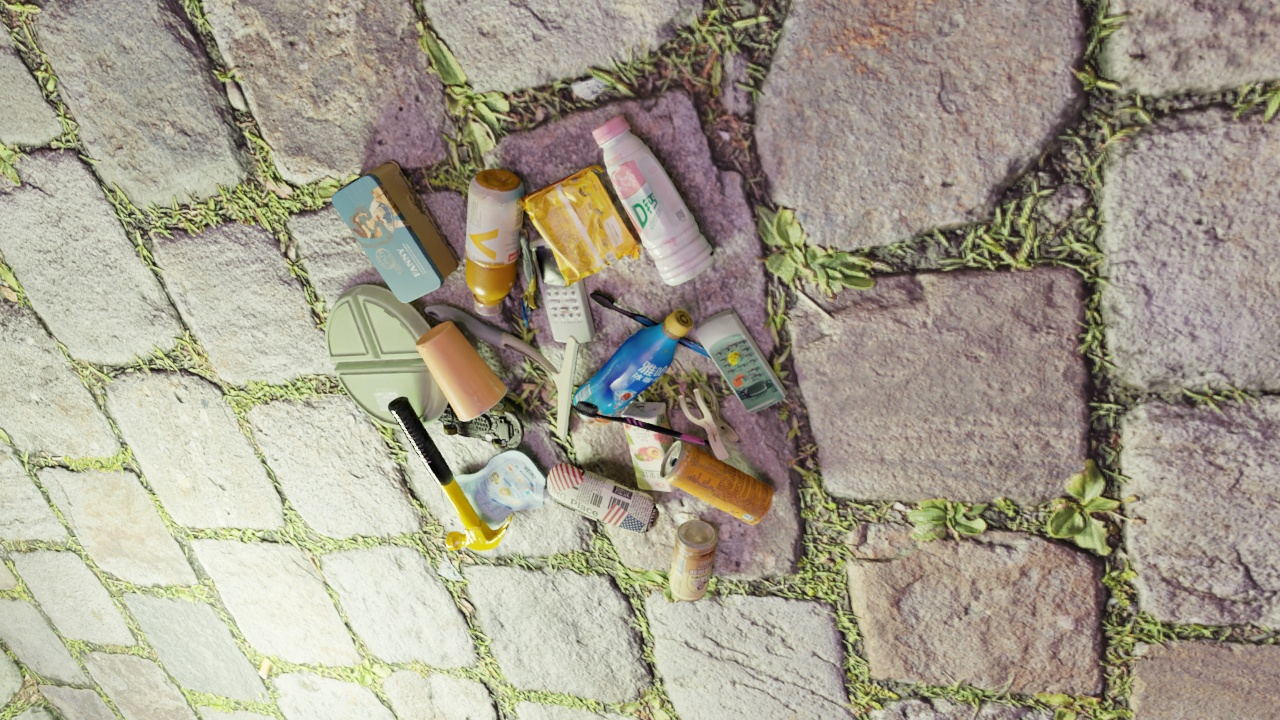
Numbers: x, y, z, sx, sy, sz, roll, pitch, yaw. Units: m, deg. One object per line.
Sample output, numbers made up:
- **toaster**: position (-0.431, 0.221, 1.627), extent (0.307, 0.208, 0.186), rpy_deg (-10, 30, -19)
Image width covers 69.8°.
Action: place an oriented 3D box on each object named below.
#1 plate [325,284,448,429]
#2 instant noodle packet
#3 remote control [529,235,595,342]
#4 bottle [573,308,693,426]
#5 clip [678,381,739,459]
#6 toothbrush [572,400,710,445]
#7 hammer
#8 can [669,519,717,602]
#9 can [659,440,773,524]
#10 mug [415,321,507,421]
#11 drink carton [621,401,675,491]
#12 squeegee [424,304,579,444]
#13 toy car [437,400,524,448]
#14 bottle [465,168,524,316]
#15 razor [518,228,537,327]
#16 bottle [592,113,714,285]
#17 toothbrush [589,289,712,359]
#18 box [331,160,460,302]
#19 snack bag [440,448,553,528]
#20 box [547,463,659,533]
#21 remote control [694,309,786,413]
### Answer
- **plate**: position (-0.372, 0.001, 1.328), extent (0.230, 0.027, 0.230), rpy_deg (15, 121, 27)
- **instant noodle packet**: position (-0.069, -0.159, 1.095), extent (0.111, 0.044, 0.128), rpy_deg (-22, 113, 17)
- **remote control**: position (-0.100, -0.090, 1.176), extent (0.058, 0.021, 0.150), rpy_deg (1, 121, 23)
- **bottle**: position (-0.007, 0.007, 1.161), extent (0.065, 0.065, 0.219), rpy_deg (41, 131, -5)
- **clip**: position (0.089, 0.078, 1.187), extent (0.035, 0.072, 0.100), rpy_deg (-24, 106, 33)
- **toothbrush**: position (0.005, 0.082, 1.181), extent (0.189, 0.014, 0.018), rpy_deg (15, 128, -8)
- **hammer**: position (-0.289, 0.176, 1.362), extent (0.129, 0.032, 0.301), rpy_deg (-9, 125, 23)
- **can**: position (0.075, 0.288, 1.318), extent (0.058, 0.058, 0.116), rpy_deg (16, 126, 14)
- **can**: position (0.101, 0.161, 1.204), extent (0.146, 0.058, 0.058), rpy_deg (28, 129, -13)
- **mug**: position (-0.247, 0.011, 1.248), extent (0.078, 0.078, 0.123), rpy_deg (-19, 113, 32)
- **drink carton**: position (0.016, 0.116, 1.241), extent (0.054, 0.045, 0.123), rpy_deg (1, 120, 25)
- **squeegee**: position (-0.185, -0.020, 1.249), extent (0.246, 0.039, 0.247), rpy_deg (30, 146, 12)
- **toy car**: position (-0.234, 0.083, 1.332), extent (0.158, 0.042, 0.070), rpy_deg (15, 122, 22)
- **bottle**: position (-0.185, -0.143, 1.150), extent (0.068, 0.067, 0.190), rpy_deg (20, 127, 11)
- **razor**: position (-0.142, -0.109, 1.161), extent (0.022, 0.042, 0.143), rpy_deg (-7, 136, -11)
- **bottle**: position (0.012, -0.183, 1.041), extent (0.068, 0.068, 0.197), rpy_deg (-21, 106, 33)
- **toothbrush**: position (0.021, -0.043, 1.160), extent (0.189, 0.016, 0.014), rpy_deg (27, 123, 3)
- **box**: position (-0.314, -0.162, 1.200), extent (0.090, 0.062, 0.184), rpy_deg (-21, 109, 33)
- **snack bag**: position (-0.217, 0.200, 1.404), extent (0.191, 0.038, 0.110), rpy_deg (-28, 103, 34)
- **box**: position (-0.050, 0.188, 1.296), extent (0.162, 0.075, 0.087), rpy_deg (21, 134, 12)
- **remote control**: position (0.124, 0.002, 1.133), extent (0.056, 0.019, 0.135), rpy_deg (-26, 108, 27)
